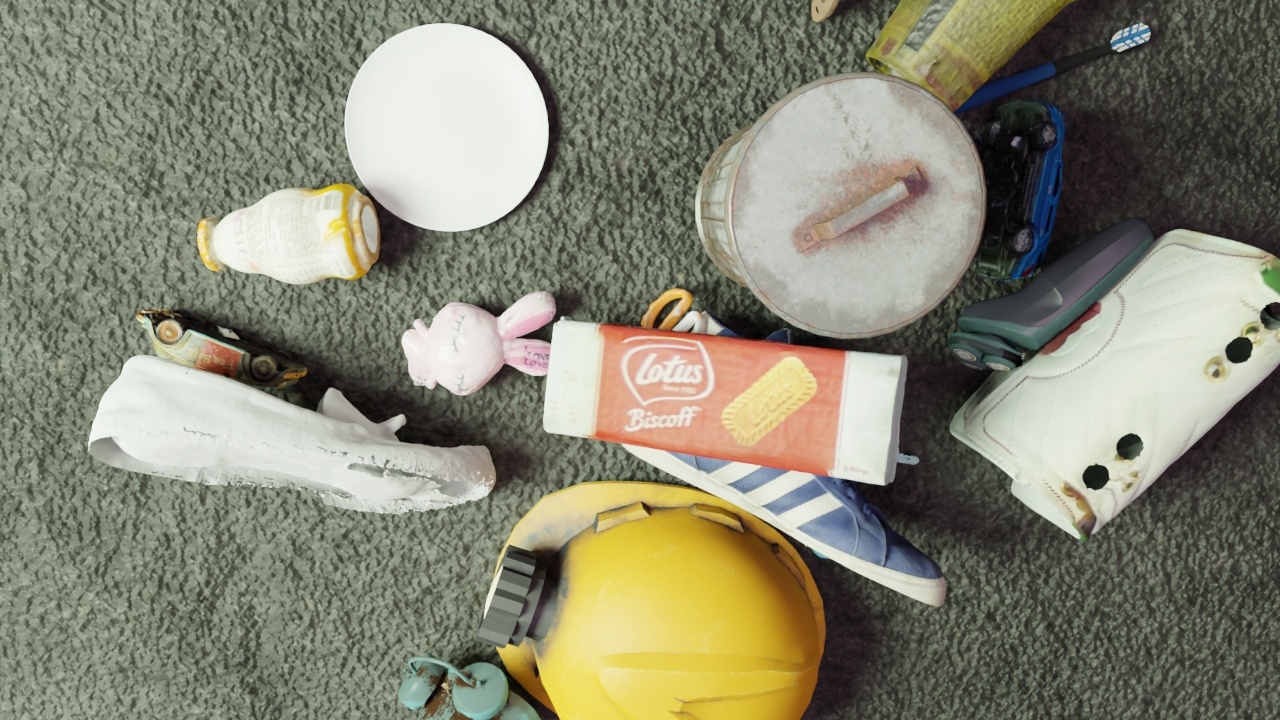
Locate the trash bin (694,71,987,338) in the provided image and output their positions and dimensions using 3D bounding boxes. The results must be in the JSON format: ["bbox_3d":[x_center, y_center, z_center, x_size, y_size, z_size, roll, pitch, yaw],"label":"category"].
[{"bbox_3d":[0.103,-0.089,0.538,0.131,0.211,0.131,0,100,-3],"label":"trash bin"}]

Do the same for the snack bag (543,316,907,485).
[{"bbox_3d":[0.046,0.021,0.568,0.225,0.041,0.077,7,92,20],"label":"snack bag"}]

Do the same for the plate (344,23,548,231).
[{"bbox_3d":[-0.129,-0.155,0.618,0.134,0.011,0.134,0,100,-2],"label":"plate"}]

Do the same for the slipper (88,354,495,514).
[{"bbox_3d":[-0.212,0.053,0.596,0.246,0.112,0.074,16,73,-26],"label":"slipper"}]

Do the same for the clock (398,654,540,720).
[{"bbox_3d":[-0.123,0.249,0.645,0.090,0.053,0.124,-5,129,29],"label":"clock"}]

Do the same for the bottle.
[{"bbox_3d":[-0.230,-0.081,0.602,0.108,0.063,0.063,-5,100,0],"label":"bottle"}]

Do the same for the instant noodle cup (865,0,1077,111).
[{"bbox_3d":[0.207,-0.218,0.584,0.102,0.102,0.108,36,105,-8],"label":"instant noodle cup"}]

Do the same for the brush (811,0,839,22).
[{"bbox_3d":[0.120,-0.228,0.549,0.008,0.143,0.045,-23,91,0],"label":"brush"}]

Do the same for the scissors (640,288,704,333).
[{"bbox_3d":[-0.002,0.009,0.632,0.013,0.070,0.130,29,108,-35],"label":"scissors"}]

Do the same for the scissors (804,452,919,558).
[{"bbox_3d":[0.133,0.076,0.671,0.135,0.015,0.135,18,95,-5],"label":"scissors"}]

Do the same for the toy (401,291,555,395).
[{"bbox_3d":[-0.108,-0.010,0.627,0.110,0.047,0.063,-13,109,-4],"label":"toy"}]

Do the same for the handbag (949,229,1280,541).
[{"bbox_3d":[0.313,0.013,0.602,0.198,0.142,0.096,-44,97,4],"label":"handbag"}]

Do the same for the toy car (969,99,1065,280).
[{"bbox_3d":[0.255,-0.114,0.622,0.043,0.056,0.120,-3,106,-24],"label":"toy car"}]

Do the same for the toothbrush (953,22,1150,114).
[{"bbox_3d":[0.265,-0.194,0.627,0.168,0.014,0.014,-21,89,1],"label":"toothbrush"}]

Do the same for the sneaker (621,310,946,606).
[{"bbox_3d":[0.114,0.052,0.611,0.233,0.091,0.118,26,93,19],"label":"sneaker"}]

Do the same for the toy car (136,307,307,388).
[{"bbox_3d":[-0.286,0.002,0.620,0.112,0.047,0.047,22,96,-6],"label":"toy car"}]

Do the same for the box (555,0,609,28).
[{"bbox_3d":[-0.018,-0.383,0.688,0.171,0.403,0.169,-11,101,0],"label":"box"}]

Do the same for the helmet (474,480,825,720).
[{"bbox_3d":[0.018,0.200,0.627,0.255,0.131,0.205,20,98,-7],"label":"helmet"}]

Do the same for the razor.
[{"bbox_3d":[0.270,-0.043,0.604,0.143,0.047,0.052,-40,56,12],"label":"razor"}]
